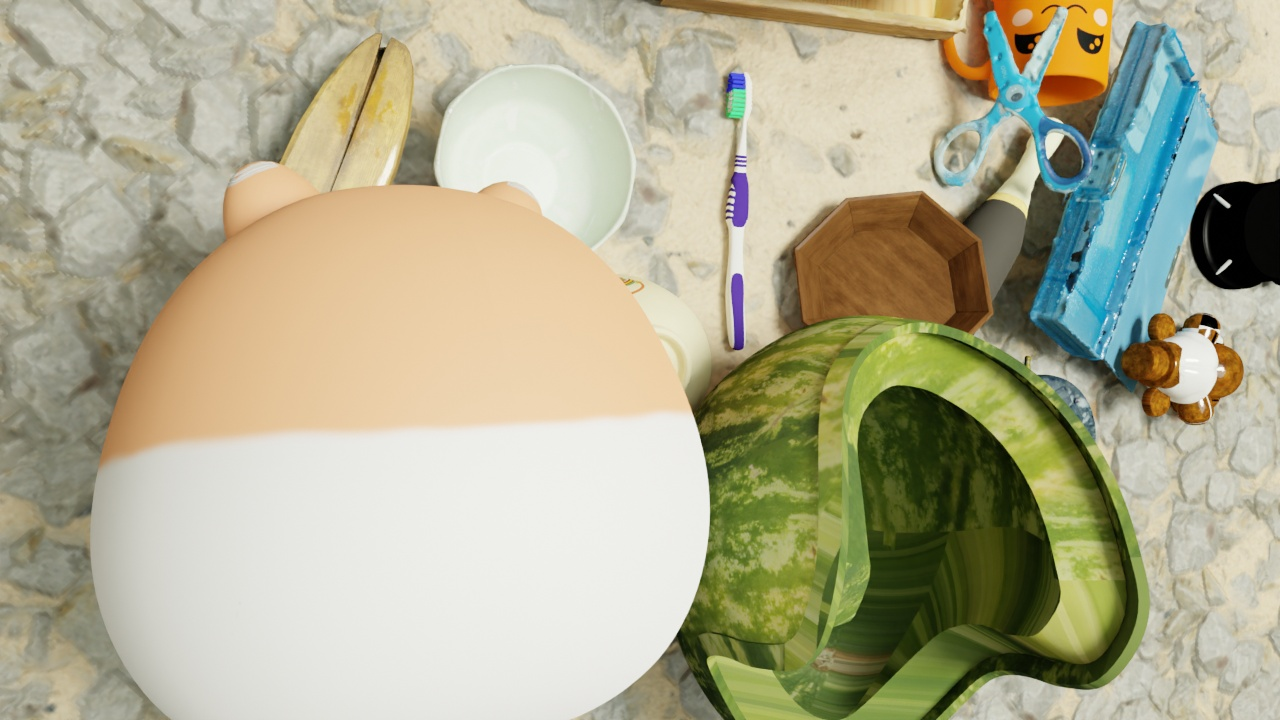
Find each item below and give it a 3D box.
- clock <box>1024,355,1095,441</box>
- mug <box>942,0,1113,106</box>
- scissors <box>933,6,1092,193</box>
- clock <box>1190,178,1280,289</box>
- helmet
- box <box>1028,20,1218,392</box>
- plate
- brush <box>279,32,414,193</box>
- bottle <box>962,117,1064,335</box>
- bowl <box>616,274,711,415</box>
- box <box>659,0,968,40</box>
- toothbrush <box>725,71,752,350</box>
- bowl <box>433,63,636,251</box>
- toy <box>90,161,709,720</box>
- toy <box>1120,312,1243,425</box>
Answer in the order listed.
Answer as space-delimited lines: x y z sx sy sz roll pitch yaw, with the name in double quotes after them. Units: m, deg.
0.288 0.067 0.674 0.090 0.052 0.129 -25 98 -16 "clock"
0.276 -0.241 0.658 0.113 0.077 0.096 4 90 13 "mug"
0.265 -0.170 0.625 0.012 0.127 0.137 -24 142 -53 "scissors"
0.510 -0.104 0.748 0.120 0.043 0.091 -3 92 -18 "clock"
0.117 0.099 0.520 0.213 0.248 0.242 7 53 -16 "helmet"
0.373 -0.105 0.690 0.174 0.033 0.231 27 83 -40 "box"
0.169 -0.051 0.622 0.131 0.025 0.131 -1 77 5 "plate"
-0.177 -0.092 0.521 0.059 0.043 0.195 22 85 -19 "brush"
0.258 -0.097 0.663 0.045 0.045 0.184 34 81 -16 "bottle"
-0.003 0.003 0.564 0.118 0.074 0.118 0 91 -18 "bowl"
0.117 -0.359 0.555 0.259 0.220 0.279 1 98 4 "box"
0.065 -0.100 0.616 0.016 0.015 0.186 1 91 -14 "toothbrush"
-0.067 -0.112 0.548 0.117 0.061 0.117 -1 92 -18 "bowl"
-0.107 0.046 0.432 0.262 0.266 0.280 -1 79 -30 "toy"
0.412 0.005 0.701 0.112 0.067 0.087 5 90 -23 "toy"
